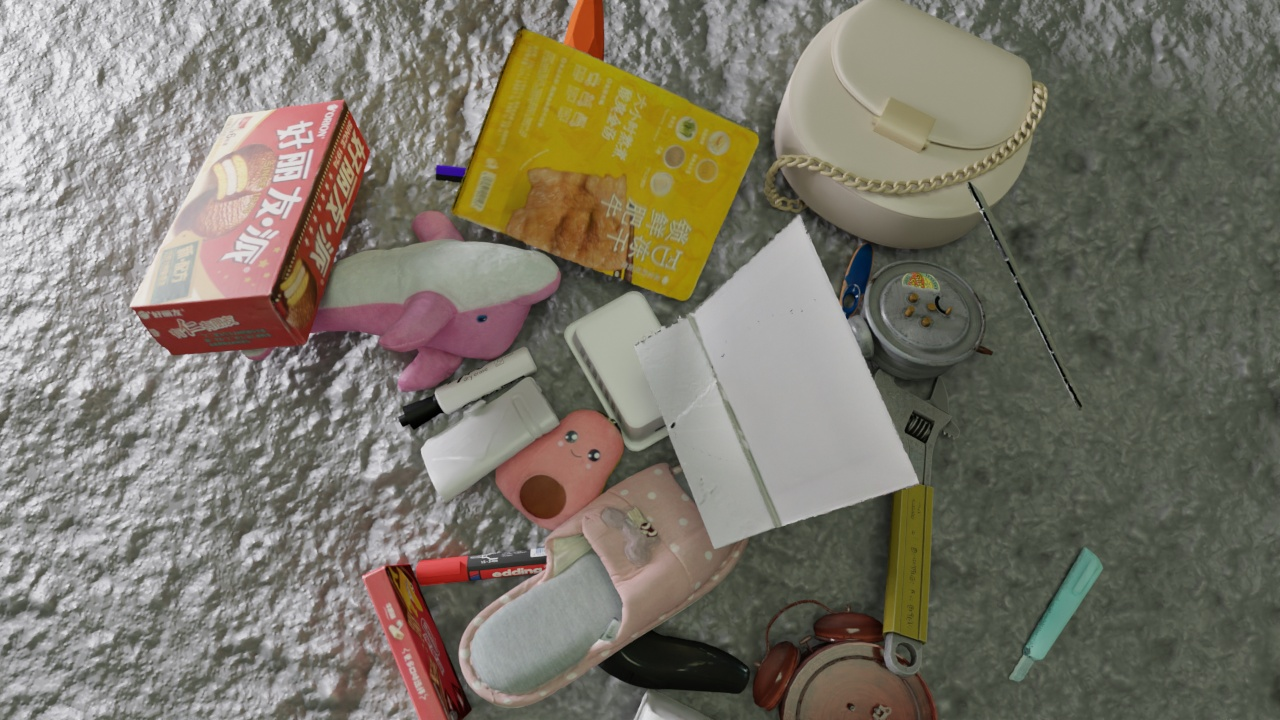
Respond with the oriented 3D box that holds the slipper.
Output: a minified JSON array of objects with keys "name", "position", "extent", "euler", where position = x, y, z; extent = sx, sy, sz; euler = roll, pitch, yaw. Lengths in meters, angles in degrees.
[{"name":"slipper","position":[-0.020,0.165,0.721],"extent":[0.273,0.054,0.114],"euler":[-35,61,-23]}]

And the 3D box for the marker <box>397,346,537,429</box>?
[{"name":"marker","position":[-0.151,0.026,0.798],"extent":[0.126,0.025,0.025],"euler":[-26,80,-5]}]

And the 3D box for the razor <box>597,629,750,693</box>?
[{"name":"razor","position":[0.020,0.236,0.749],"extent":[0.140,0.053,0.063],"euler":[15,54,-2]}]

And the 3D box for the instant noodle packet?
[{"name":"instant noodle packet","position":[-0.028,-0.162,0.789],"extent":[0.221,0.084,0.163],"euler":[21,101,-10]}]

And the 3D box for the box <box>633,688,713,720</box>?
[{"name":"box","position":[0.008,0.333,0.698],"extent":[0.124,0.109,0.136],"euler":[23,79,5]}]

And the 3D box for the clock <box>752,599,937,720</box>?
[{"name":"clock","position":[0.158,0.266,0.729],"extent":[0.120,0.072,0.157],"euler":[-30,81,-6]}]

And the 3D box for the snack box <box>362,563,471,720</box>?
[{"name":"snack box","position":[-0.176,0.227,0.727],"extent":[0.021,0.089,0.133],"euler":[-25,81,-6]}]

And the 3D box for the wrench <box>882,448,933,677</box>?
[{"name":"wrench","position":[0.217,0.118,0.747],"extent":[0.083,0.018,0.272],"euler":[17,61,-5]}]

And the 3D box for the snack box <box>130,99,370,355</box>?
[{"name":"snack box","position":[-0.307,-0.113,0.748],"extent":[0.113,0.060,0.235],"euler":[-4,51,8]}]

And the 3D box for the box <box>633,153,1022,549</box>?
[{"name":"box","position":[0.093,0.025,0.623],"extent":[0.150,0.369,0.166],"euler":[-21,80,-7]}]

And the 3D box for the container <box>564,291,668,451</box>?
[{"name":"container","position":[-0.005,0.005,0.790],"extent":[0.080,0.049,0.129],"euler":[-29,81,-6]}]

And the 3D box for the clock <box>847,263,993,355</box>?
[{"name":"clock","position":[0.224,-0.030,0.782],"extent":[0.147,0.056,0.103],"euler":[-14,64,-12]}]

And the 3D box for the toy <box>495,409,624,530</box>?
[{"name":"toy","position":[-0.064,0.087,0.773],"extent":[0.090,0.051,0.110],"euler":[41,82,9]}]

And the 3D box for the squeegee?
[{"name":"squeegee","position":[-0.055,-0.246,0.834],"extent":[0.249,0.055,0.184],"euler":[6,87,1]}]

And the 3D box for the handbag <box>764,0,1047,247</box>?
[{"name":"handbag","position":[0.230,-0.206,0.815],"extent":[0.210,0.103,0.208],"euler":[28,72,5]}]

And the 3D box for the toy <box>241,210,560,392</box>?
[{"name":"toy","position":[-0.197,-0.037,0.780],"extent":[0.265,0.128,0.186],"euler":[-4,36,1]}]

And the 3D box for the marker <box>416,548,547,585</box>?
[{"name":"marker","position":[-0.113,0.171,0.771],"extent":[0.145,0.023,0.021],"euler":[-6,72,-1]}]

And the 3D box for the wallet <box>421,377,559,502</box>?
[{"name":"wallet","position":[-0.127,0.061,0.763],"extent":[0.116,0.086,0.032],"euler":[-34,120,-9]}]

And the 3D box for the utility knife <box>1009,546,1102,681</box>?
[{"name":"utility knife","position":[0.348,0.215,0.768],"extent":[0.022,0.015,0.128],"euler":[35,83,10]}]

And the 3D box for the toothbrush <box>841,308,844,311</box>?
[{"name":"toothbrush","position":[0.183,-0.045,0.816],"extent":[0.021,0.017,0.135],"euler":[20,80,2]}]
